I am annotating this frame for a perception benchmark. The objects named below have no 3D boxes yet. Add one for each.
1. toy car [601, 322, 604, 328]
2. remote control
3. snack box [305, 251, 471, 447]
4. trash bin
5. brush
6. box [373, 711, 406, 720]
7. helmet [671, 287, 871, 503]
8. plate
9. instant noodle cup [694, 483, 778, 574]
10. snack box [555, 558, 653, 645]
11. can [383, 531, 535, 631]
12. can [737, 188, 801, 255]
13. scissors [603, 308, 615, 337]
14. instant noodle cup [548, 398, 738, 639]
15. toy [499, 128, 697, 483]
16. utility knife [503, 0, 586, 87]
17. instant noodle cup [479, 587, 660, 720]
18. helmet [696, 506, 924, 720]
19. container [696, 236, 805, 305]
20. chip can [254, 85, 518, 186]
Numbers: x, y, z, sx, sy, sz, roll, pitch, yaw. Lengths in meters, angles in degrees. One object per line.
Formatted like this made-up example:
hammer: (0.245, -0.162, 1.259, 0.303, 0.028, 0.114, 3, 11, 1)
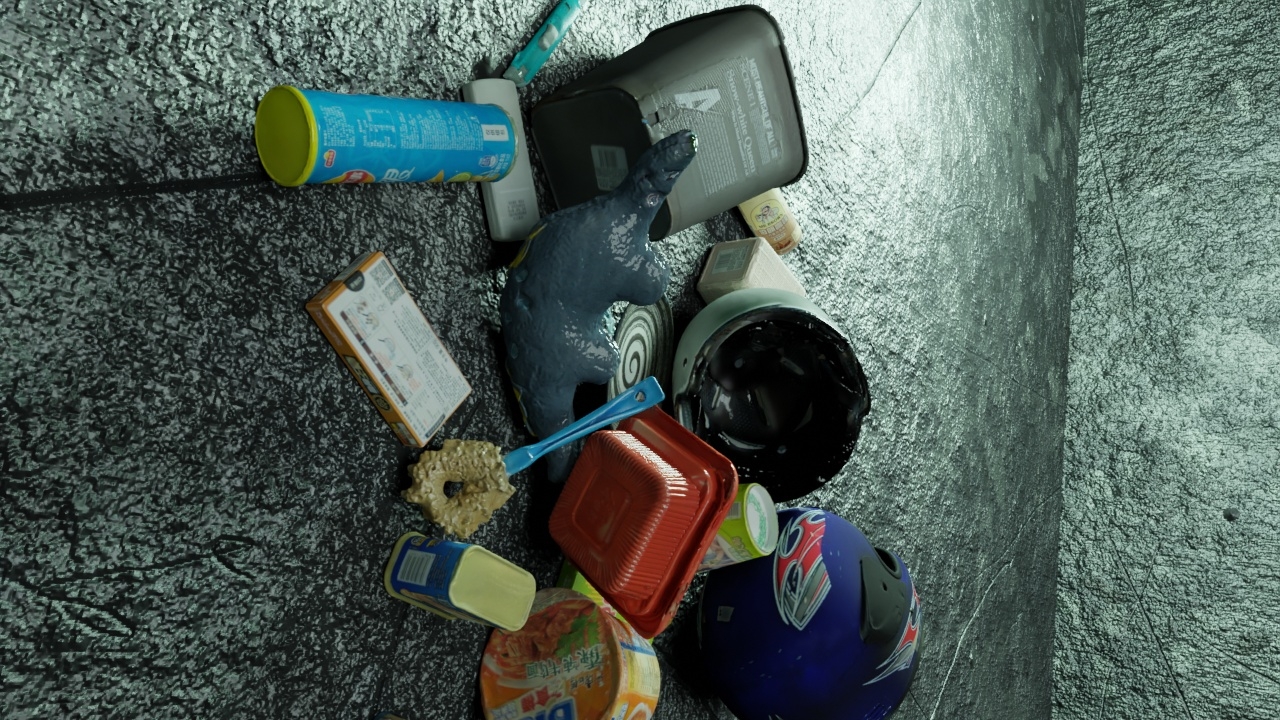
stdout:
toy car: (-0.056, -0.036, 0.943, 0.034, 0.043, 0.091, -72, 150, -66)
remote control: (-0.130, -0.187, 0.864, 0.058, 0.021, 0.150, -22, 106, -51)
snack box: (-0.204, -0.007, 0.761, 0.075, 0.026, 0.154, -55, 130, -38)
trash bin: (0.028, -0.231, 0.941, 0.219, 0.199, 0.199, -37, 118, -40)
brush: (-0.088, 0.076, 0.815, 0.254, 0.046, 0.083, -26, 85, -24)
box: (-0.170, 0.376, 0.775, 0.089, 0.061, 0.184, -59, 135, -33)
helmet: (0.139, 0.024, 1.083, 0.156, 0.230, 0.274, -107, 176, -51)
plate: (-0.006, 0.006, 0.975, 0.179, 0.024, 0.179, 11, 90, -69)
instant noodle cup: (0.086, 0.188, 1.036, 0.111, 0.124, 0.111, 32, 50, -50)
snack box: (-0.030, 0.249, 0.984, 0.156, 0.026, 0.085, 42, 56, -43)
can: (-0.151, 0.189, 0.780, 0.102, 0.083, 0.057, 42, 58, -44)
can: (0.168, -0.197, 1.221, 0.116, 0.059, 0.058, 52, 51, -38)
scissors: (-0.026, -0.036, 1.004, 0.073, 0.017, 0.137, -23, 103, -51)
instant noodle cup: (-0.010, 0.140, 0.856, 0.079, 0.164, 0.189, 19, 100, -46)
toy: (-0.056, -0.059, 0.848, 0.357, 0.138, 0.091, -66, 173, 18)
utility knife: (-0.089, -0.333, 0.926, 0.029, 0.013, 0.181, 54, 50, -38)
instant noodle cup: (-0.058, 0.297, 0.858, 0.111, 0.152, 0.151, 39, 59, -54)
helmet: (0.199, 0.296, 1.112, 0.240, 0.248, 0.314, 56, 38, -12)
container: (0.137, -0.090, 1.157, 0.111, 0.090, 0.090, 48, 54, -38)
chip can: (-0.196, -0.178, 0.740, 0.209, 0.071, 0.071, -15, 102, -52)
